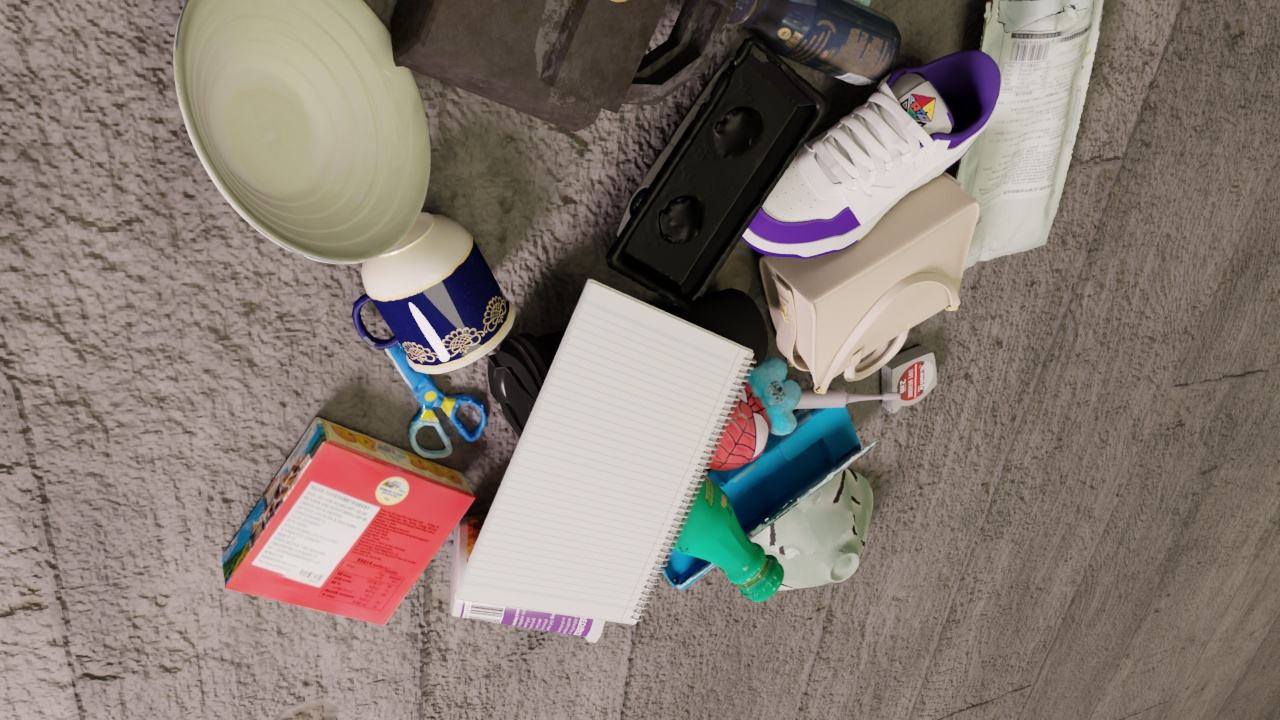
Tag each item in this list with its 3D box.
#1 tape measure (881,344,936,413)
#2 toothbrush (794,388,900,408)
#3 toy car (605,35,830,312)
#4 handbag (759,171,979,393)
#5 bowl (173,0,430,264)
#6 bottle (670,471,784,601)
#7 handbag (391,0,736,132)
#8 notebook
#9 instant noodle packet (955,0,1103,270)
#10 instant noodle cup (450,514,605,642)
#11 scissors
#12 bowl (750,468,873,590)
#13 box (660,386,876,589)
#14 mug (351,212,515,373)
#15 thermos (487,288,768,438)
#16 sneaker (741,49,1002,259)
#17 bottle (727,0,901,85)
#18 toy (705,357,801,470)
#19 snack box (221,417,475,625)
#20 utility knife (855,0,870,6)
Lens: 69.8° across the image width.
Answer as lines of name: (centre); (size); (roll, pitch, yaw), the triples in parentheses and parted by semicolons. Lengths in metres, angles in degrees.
tape measure: (0.279, 0.018, 0.960); (0.062, 0.020, 0.060); (-23, 127, -16)
toothbrush: (0.162, 0.037, 0.878); (0.188, 0.019, 0.018); (-1, 99, -12)
toy car: (0.045, -0.144, 0.697); (0.094, 0.071, 0.192); (26, 103, -36)
handbag: (0.212, -0.052, 0.843); (0.194, 0.101, 0.198); (-31, 141, -9)
bowl: (-0.206, -0.139, 0.540); (0.176, 0.058, 0.176); (19, 68, -57)
bottle: (0.046, 0.136, 0.808); (0.068, 0.068, 0.209); (-45, 108, 2)
handbag: (-0.026, -0.242, 0.576); (0.199, 0.102, 0.197); (14, 111, -35)
notebook: (-0.018, 0.081, 0.698); (0.177, 0.013, 0.245); (21, 94, -39)
instant noodle packet: (0.347, -0.207, 0.850); (0.146, 0.057, 0.270); (-17, 130, -17)
instant noodle cup: (-0.097, 0.172, 0.786); (0.121, 0.121, 0.137); (5, 119, -14)
scissors: (-0.163, 0.024, 0.723); (0.070, 0.022, 0.131); (-26, 125, -12)
bowl: (0.202, 0.205, 1.003); (0.174, 0.068, 0.174); (-15, 127, -22)
box: (0.123, 0.141, 0.906); (0.243, 0.085, 0.092); (-36, 131, -5)
mug: (-0.157, -0.049, 0.642); (0.112, 0.085, 0.089); (-16, 127, 12)
thermos: (-0.004, 0.004, 0.747); (0.218, 0.106, 0.106); (-19, 126, -24)
sneaker: (0.186, -0.166, 0.721); (0.244, 0.092, 0.111); (-32, 170, -14)
bottle: (0.123, -0.251, 0.684); (0.160, 0.056, 0.056); (8, 114, -33)
toy: (0.088, 0.045, 0.821); (0.132, 0.062, 0.092); (-30, 96, -18)
snack box: (-0.231, 0.133, 0.734); (0.142, 0.040, 0.145); (30, 101, -38)
utility knife: (0.120, -0.318, 0.665); (0.187, 0.020, 0.029); (33, 100, -38)
